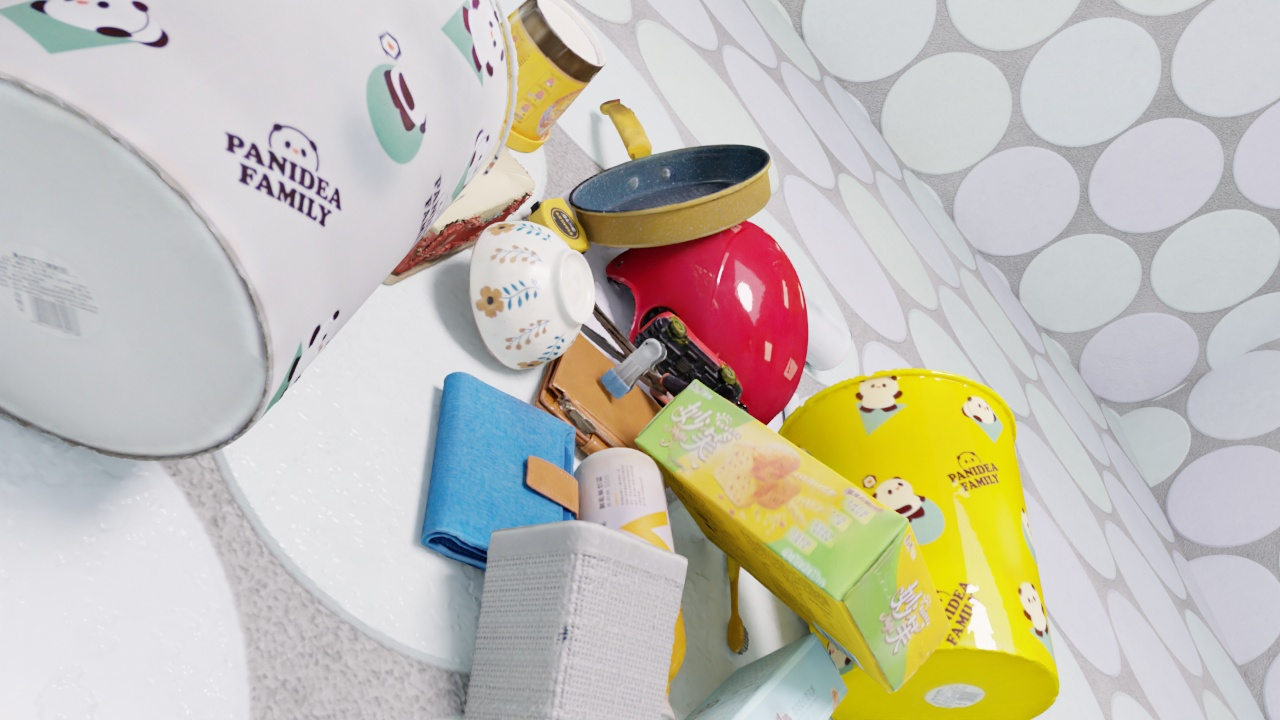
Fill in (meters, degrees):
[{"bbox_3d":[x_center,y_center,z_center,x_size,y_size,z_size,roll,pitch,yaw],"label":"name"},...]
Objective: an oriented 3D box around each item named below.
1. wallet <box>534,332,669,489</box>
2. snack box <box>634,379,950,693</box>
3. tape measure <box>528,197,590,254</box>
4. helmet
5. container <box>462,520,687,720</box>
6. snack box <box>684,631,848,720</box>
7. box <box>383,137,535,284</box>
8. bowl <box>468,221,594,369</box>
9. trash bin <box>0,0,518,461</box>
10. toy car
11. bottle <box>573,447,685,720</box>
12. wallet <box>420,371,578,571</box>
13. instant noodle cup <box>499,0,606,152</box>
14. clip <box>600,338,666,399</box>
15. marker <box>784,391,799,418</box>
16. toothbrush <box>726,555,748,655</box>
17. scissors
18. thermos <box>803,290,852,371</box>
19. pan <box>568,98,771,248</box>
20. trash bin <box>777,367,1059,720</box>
[{"bbox_3d":[-0.023,0.044,0.741,0.132,0.031,0.107,42,28,-18],"label":"wallet"},{"bbox_3d":[0.107,0.122,0.660,0.210,0.070,0.158,35,-16,45],"label":"snack box"},{"bbox_3d":[-0.078,-0.118,0.841,0.060,0.029,0.057,55,27,3],"label":"tape measure"},{"bbox_3d":[0.090,-0.043,0.899,0.206,0.144,0.239,17,46,-52],"label":"helmet"},{"bbox_3d":[-0.037,0.158,0.506,0.090,0.090,0.114,28,59,-37],"label":"container"},{"bbox_3d":[0.074,0.247,0.617,0.174,0.074,0.051,-12,69,-60],"label":"snack box"},{"bbox_3d":[-0.148,-0.130,0.691,0.091,0.080,0.168,51,29,-4],"label":"box"},{"bbox_3d":[-0.074,-0.052,0.692,0.113,0.062,0.113,-6,90,-66],"label":"bowl"},{"bbox_3d":[-0.204,-0.104,0.440,0.229,0.230,0.251,42,35,-21],"label":"trash bin"},{"bbox_3d":[0.043,0.004,0.802,0.106,0.049,0.031,42,28,-11],"label":"toy car"},{"bbox_3d":[-0.008,0.148,0.609,0.068,0.068,0.189,31,36,-36],"label":"bottle"},{"bbox_3d":[-0.088,0.078,0.600,0.106,0.040,0.132,31,37,-30],"label":"wallet"},{"bbox_3d":[-0.105,-0.286,0.895,0.118,0.115,0.118,37,32,-28],"label":"instant noodle cup"},{"bbox_3d":[-0.003,0.004,0.727,0.027,0.058,0.045,52,23,11],"label":"clip"},{"bbox_3d":[0.168,0.077,1.013,0.022,0.018,0.130,31,34,-20],"label":"marker"},{"bbox_3d":[0.083,0.168,0.783,0.018,0.016,0.191,51,26,-29],"label":"toothbrush"},{"bbox_3d":[0.024,0.026,0.781,0.227,0.015,0.189,29,-23,29],"label":"scissors"},{"bbox_3d":[0.167,-0.069,1.122,0.224,0.073,0.073,36,33,-30],"label":"thermos"},{"bbox_3d":[0.009,-0.209,0.954,0.357,0.197,0.078,-120,-165,-63],"label":"pan"},{"bbox_3d":[0.241,0.175,0.812,0.229,0.230,0.254,36,38,-30],"label":"trash bin"}]
